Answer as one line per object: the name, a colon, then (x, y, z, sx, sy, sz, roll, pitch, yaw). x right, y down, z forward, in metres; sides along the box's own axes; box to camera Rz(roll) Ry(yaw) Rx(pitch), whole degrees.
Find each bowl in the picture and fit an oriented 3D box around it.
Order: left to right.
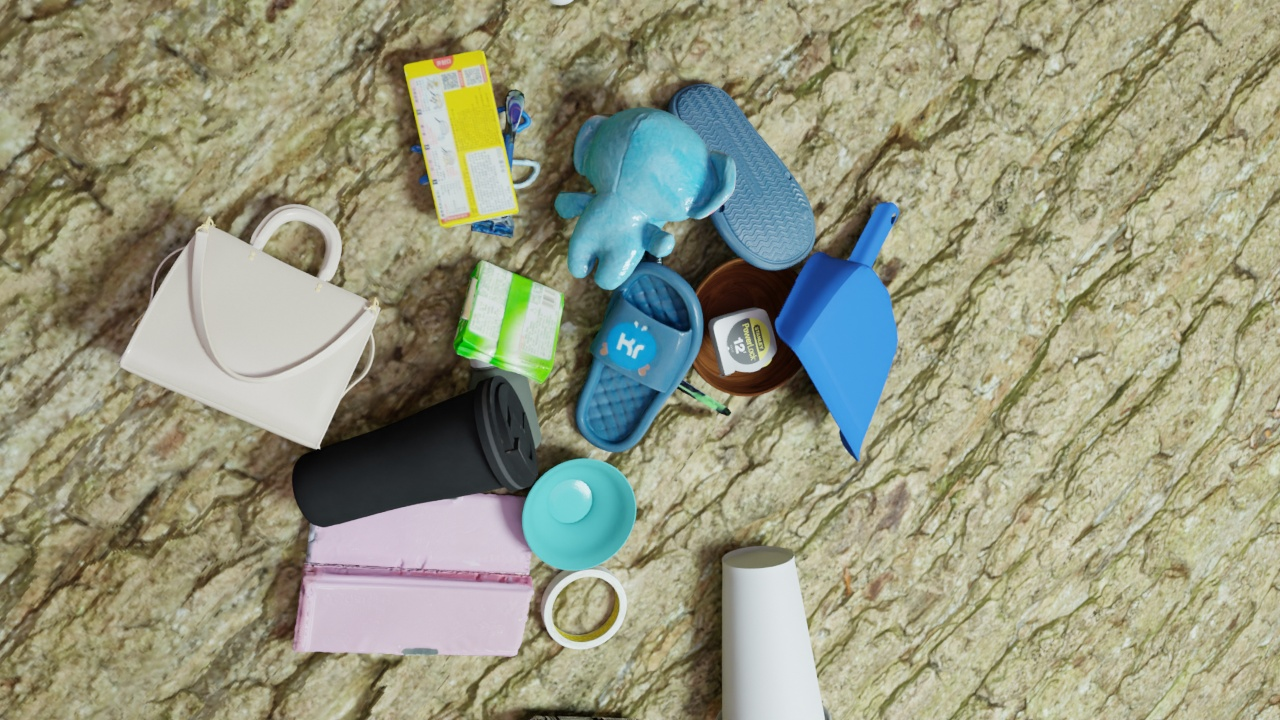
bowl: (-0.069, 0.156, 0.971, 0.121, 0.046, 0.121, -4, 102, -17)
bowl: (0.105, -0.040, 0.976, 0.147, 0.069, 0.147, -3, 101, -17)

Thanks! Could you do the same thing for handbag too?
handbag: (-0.332, -0.045, 0.828, 0.194, 0.101, 0.197, 27, 80, -21)

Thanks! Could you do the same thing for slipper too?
slipper: (-0.005, 0.005, 0.921, 0.104, 0.059, 0.214, 26, 115, 8)
slipper: (0.094, -0.183, 0.933, 0.103, 0.059, 0.213, -31, 86, -22)

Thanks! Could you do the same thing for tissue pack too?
tissue pack: (-0.127, -0.040, 0.888, 0.099, 0.034, 0.113, 23, 51, -21)

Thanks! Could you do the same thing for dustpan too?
dustpan: (0.235, -0.059, 0.983, 0.257, 0.060, 0.245, -59, 141, -16)

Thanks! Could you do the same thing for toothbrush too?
toothbrush: (0.026, 0.016, 0.995, 0.188, 0.017, 0.014, 31, 94, -24)

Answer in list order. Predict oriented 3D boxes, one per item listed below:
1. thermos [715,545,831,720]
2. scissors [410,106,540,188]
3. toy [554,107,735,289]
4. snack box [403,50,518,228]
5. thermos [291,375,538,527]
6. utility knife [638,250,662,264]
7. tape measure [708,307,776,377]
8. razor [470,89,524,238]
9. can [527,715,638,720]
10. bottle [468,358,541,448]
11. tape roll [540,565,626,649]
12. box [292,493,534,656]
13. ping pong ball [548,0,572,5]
thermos: (0.143, 0.331, 1.044, 0.131, 0.131, 0.222, -8, 96, -17)
scissors: (-0.157, -0.190, 0.891, 0.132, 0.020, 0.097, -29, 106, -12)
toy: (-0.002, -0.152, 0.885, 0.183, 0.114, 0.180, 25, 93, 24)
snack box: (-0.166, -0.206, 0.857, 0.075, 0.025, 0.152, -12, 97, -1)
thermos: (-0.206, 0.092, 0.851, 0.219, 0.105, 0.106, -17, 107, 9)
utility knife: (0.006, -0.156, 0.946, 0.029, 0.020, 0.186, -2, 104, 4)
tape measure: (0.104, -0.019, 0.932, 0.065, 0.017, 0.064, -19, 105, -13)
razor: (-0.131, -0.190, 0.882, 0.043, 0.018, 0.141, 7, 100, -20)
can: (-0.065, 0.436, 1.013, 0.146, 0.080, 0.080, 10, 98, -20)
bottle: (-0.138, 0.041, 0.918, 0.060, 0.060, 0.108, -16, 106, -15)
tape roll: (-0.062, 0.271, 1.012, 0.094, 0.019, 0.094, -4, 102, -17)
box: (-0.223, 0.218, 0.935, 0.232, 0.051, 0.180, 6, 98, -19)
ping pong ball: (-0.076, -0.357, 0.866, 0.040, 0.040, 0.040, -4, 102, -18)
